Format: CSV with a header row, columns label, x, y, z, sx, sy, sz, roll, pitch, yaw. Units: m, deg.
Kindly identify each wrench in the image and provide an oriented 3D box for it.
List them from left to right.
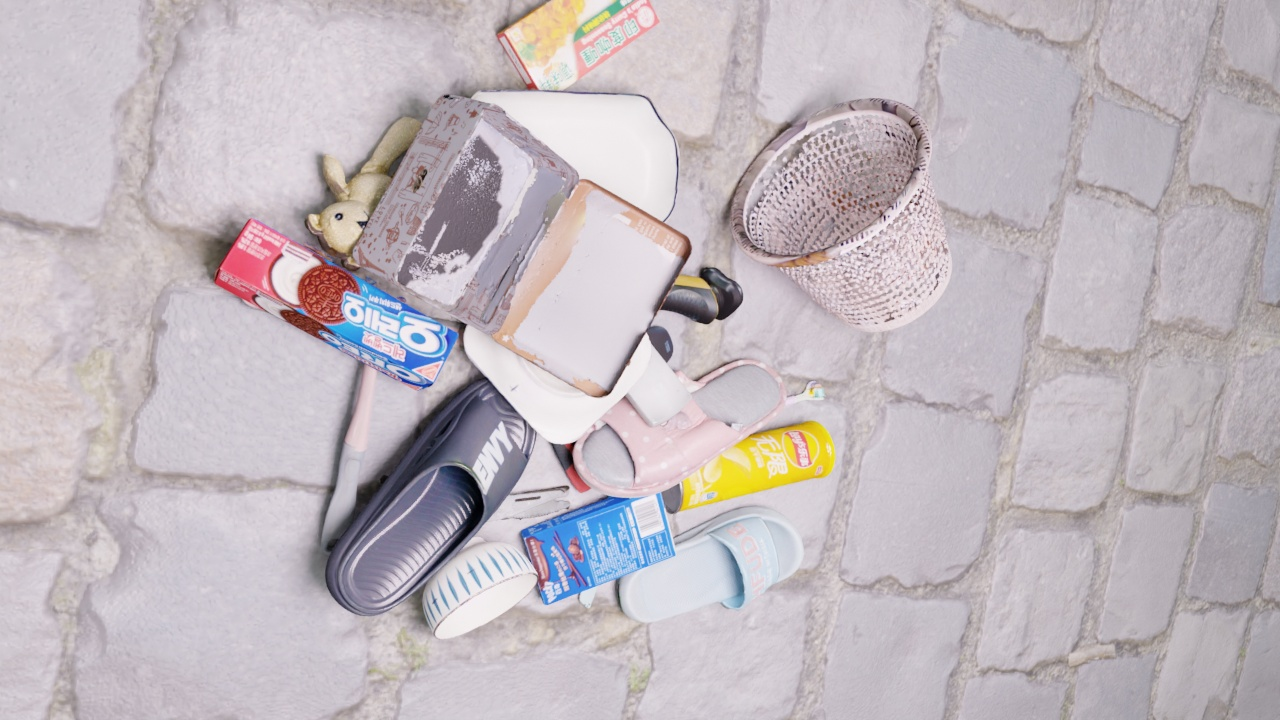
label,x,y,z,sx,sy,sz,roll,pitch,yaw
wrench,-0.105,0.023,0.959,0.056,0.016,0.273,-34,114,-32

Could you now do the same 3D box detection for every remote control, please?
label,x,y,z,sx,sy,sz,roll,pitch,yaw
remote control,-0.018,0.007,1.001,0.136,0.024,0.053,-29,112,-21
remote control,-0.006,0.006,0.972,0.056,0.019,0.135,-35,81,-20

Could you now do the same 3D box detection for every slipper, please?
label,x,y,z,sx,sy,sz,roll,pitch,yaw
slipper,-0.178,0.132,0.869,0.267,0.083,0.111,-51,120,-24
slipper,0.051,0.064,1.003,0.273,0.114,0.055,-22,152,-26
slipper,0.091,0.244,1.071,0.245,0.074,0.104,-14,104,-24

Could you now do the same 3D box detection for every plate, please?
label,x,y,z,sx,sy,sz,roll,pitch,yaw
plate,-0.081,-0.187,0.922,0.265,0.034,0.162,-8,108,-28
plate,-0.074,-0.017,0.915,0.164,0.034,0.163,48,67,-10

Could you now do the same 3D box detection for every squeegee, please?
label,x,y,z,sx,sy,sz,roll,pitch,yaw
squeegee,-0.270,0.070,0.872,0.247,0.040,0.249,10,94,-30

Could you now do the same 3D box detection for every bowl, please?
label,x,y,z,sx,sy,sz,roll,pitch,yaw
bowl,-0.168,0.221,0.923,0.116,0.117,0.066,-25,65,-22

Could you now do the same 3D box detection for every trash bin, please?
label,x,y,z,sx,sy,sz,roll,pitch,yaw
trash bin,0.244,-0.142,1.022,0.227,0.228,0.192,-55,130,-10

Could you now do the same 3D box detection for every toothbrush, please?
label,x,y,z,sx,sy,sz,roll,pitch,yaw
toothbrush,0.140,0.057,1.097,0.189,0.029,0.020,-14,145,-24

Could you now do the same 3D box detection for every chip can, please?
label,x,y,z,sx,sy,sz,roll,pitch,yaw
chip can,0.122,0.122,1.068,0.213,0.072,0.072,-8,102,-26

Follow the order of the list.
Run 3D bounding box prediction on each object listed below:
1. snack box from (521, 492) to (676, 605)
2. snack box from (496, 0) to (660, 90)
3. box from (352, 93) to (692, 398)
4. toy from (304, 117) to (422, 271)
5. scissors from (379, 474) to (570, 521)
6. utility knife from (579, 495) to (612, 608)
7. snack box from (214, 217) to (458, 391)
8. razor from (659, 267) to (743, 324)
label,x,y,z,sx,sy,sz,roll,pitch,yaw
snack box,-0.044,0.200,1.003,0.157,0.026,0.084,-18,105,-13
snack box,-0.060,-0.333,0.919,0.155,0.027,0.077,-40,116,-16
box,-0.103,-0.099,0.837,0.273,0.125,0.179,30,87,-25
toy,-0.237,-0.156,0.835,0.105,0.066,0.157,47,60,-33
scissors,-0.167,0.140,0.941,0.205,0.015,0.197,-43,118,-23
utility knife,-0.028,0.175,1.029,0.034,0.018,0.216,18,91,-30
snack box,-0.268,-0.046,0.822,0.207,0.057,0.058,31,66,-21
razor,0.030,-0.078,1.002,0.167,0.062,0.067,6,65,-23
